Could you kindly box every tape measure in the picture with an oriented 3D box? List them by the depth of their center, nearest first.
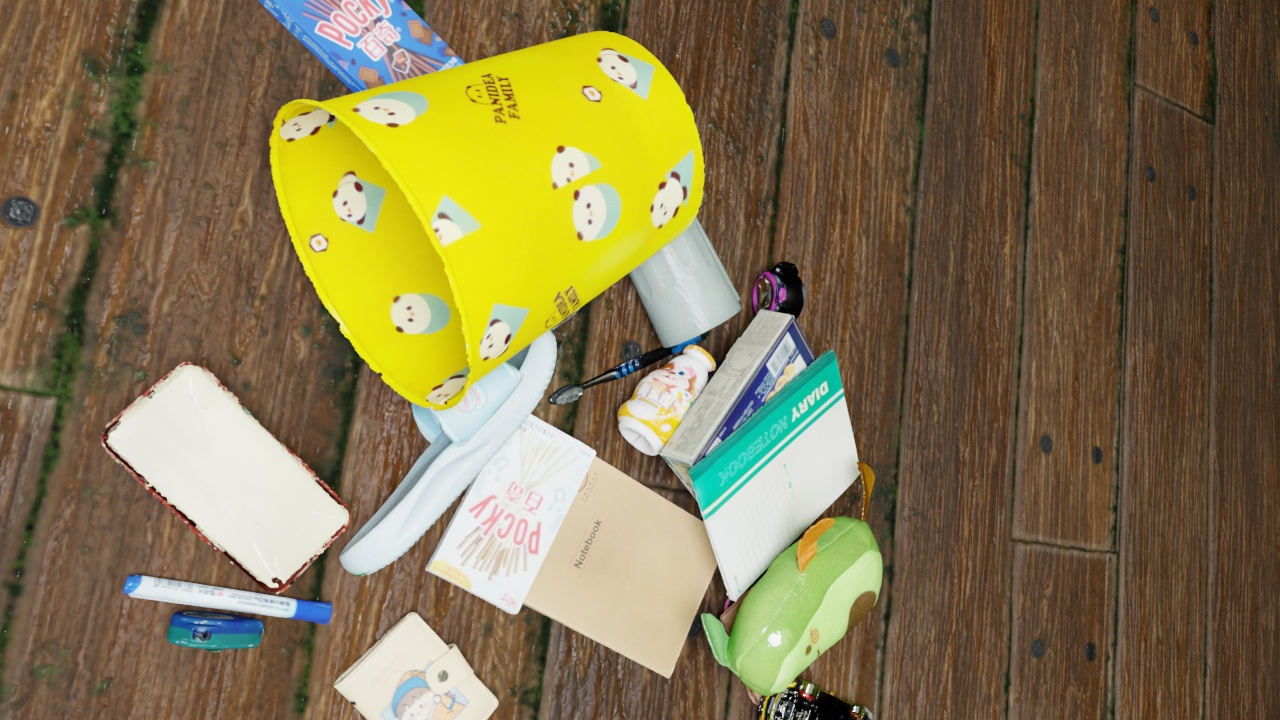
[{"bbox_3d":[-0.310,0.196,0.661,0.058,0.055,0.025,28,65,-58],"label":"tape measure"},{"bbox_3d":[0.138,-0.065,0.935,0.039,0.057,0.057,4,68,-24],"label":"tape measure"}]

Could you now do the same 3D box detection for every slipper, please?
[{"bbox_3d":[-0.160,0.062,0.735,0.074,0.104,0.245,42,74,-12],"label":"slipper"}]

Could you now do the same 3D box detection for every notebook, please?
[{"bbox_3d":[-0.023,0.184,0.847,0.207,0.008,0.147,34,70,-22],"label":"notebook"},{"bbox_3d":[0.133,0.104,0.861,0.208,0.012,0.150,-37,122,-31],"label":"notebook"}]

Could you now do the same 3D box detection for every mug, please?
[{"bbox_3d":[0.044,-0.083,0.881,0.103,0.084,0.123,62,35,-8],"label":"mug"}]

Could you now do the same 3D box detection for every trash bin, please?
[{"bbox_3d":[-0.102,-0.122,0.696,0.254,0.230,0.229,-33,101,-33],"label":"trash bin"}]

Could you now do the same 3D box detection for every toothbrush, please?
[{"bbox_3d":[-0.005,0.005,0.872,0.189,0.016,0.014,-23,101,-30],"label":"toothbrush"}]

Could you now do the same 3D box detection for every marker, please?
[{"bbox_3d":[-0.306,0.179,0.686,0.145,0.017,0.017,17,76,-27],"label":"marker"}]

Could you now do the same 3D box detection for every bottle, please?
[{"bbox_3d":[0.027,0.035,0.860,0.063,0.063,0.108,46,65,-17],"label":"bottle"}]

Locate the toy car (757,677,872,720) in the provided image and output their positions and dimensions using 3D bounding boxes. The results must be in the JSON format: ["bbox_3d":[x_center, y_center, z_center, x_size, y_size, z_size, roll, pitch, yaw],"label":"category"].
[{"bbox_3d":[0.176,0.364,0.917,0.155,0.041,0.071,33,72,-35],"label":"toy car"}]

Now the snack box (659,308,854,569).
[{"bbox_3d":[0.120,0.077,0.883,0.177,0.046,0.182,-53,131,-22],"label":"snack box"}]

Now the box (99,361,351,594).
[{"bbox_3d":[-0.296,0.084,0.668,0.168,0.077,0.091,49,65,-16],"label":"box"}]

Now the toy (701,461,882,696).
[{"bbox_3d":[0.161,0.215,0.846,0.246,0.090,0.227,-36,135,-34],"label":"toy"}]

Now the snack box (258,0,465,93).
[{"bbox_3d":[-0.230,-0.273,0.771,0.157,0.026,0.084,44,67,-18],"label":"snack box"}]

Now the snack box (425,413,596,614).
[{"bbox_3d":[-0.109,0.127,0.788,0.084,0.027,0.156,31,70,-13],"label":"snack box"}]

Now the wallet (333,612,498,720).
[{"bbox_3d":[-0.177,0.270,0.745,0.087,0.024,0.115,-42,104,-20],"label":"wallet"}]

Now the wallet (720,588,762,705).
[{"bbox_3d":[0.131,0.265,0.903,0.101,0.020,0.115,-33,114,-28],"label":"wallet"}]

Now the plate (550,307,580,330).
[{"bbox_3d":[-0.120,-0.108,0.817,0.179,0.024,0.179,2,85,-28],"label":"plate"}]

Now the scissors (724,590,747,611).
[{"bbox_3d":[0.138,0.246,0.927,0.133,0.017,0.057,-11,91,-33],"label":"scissors"}]
